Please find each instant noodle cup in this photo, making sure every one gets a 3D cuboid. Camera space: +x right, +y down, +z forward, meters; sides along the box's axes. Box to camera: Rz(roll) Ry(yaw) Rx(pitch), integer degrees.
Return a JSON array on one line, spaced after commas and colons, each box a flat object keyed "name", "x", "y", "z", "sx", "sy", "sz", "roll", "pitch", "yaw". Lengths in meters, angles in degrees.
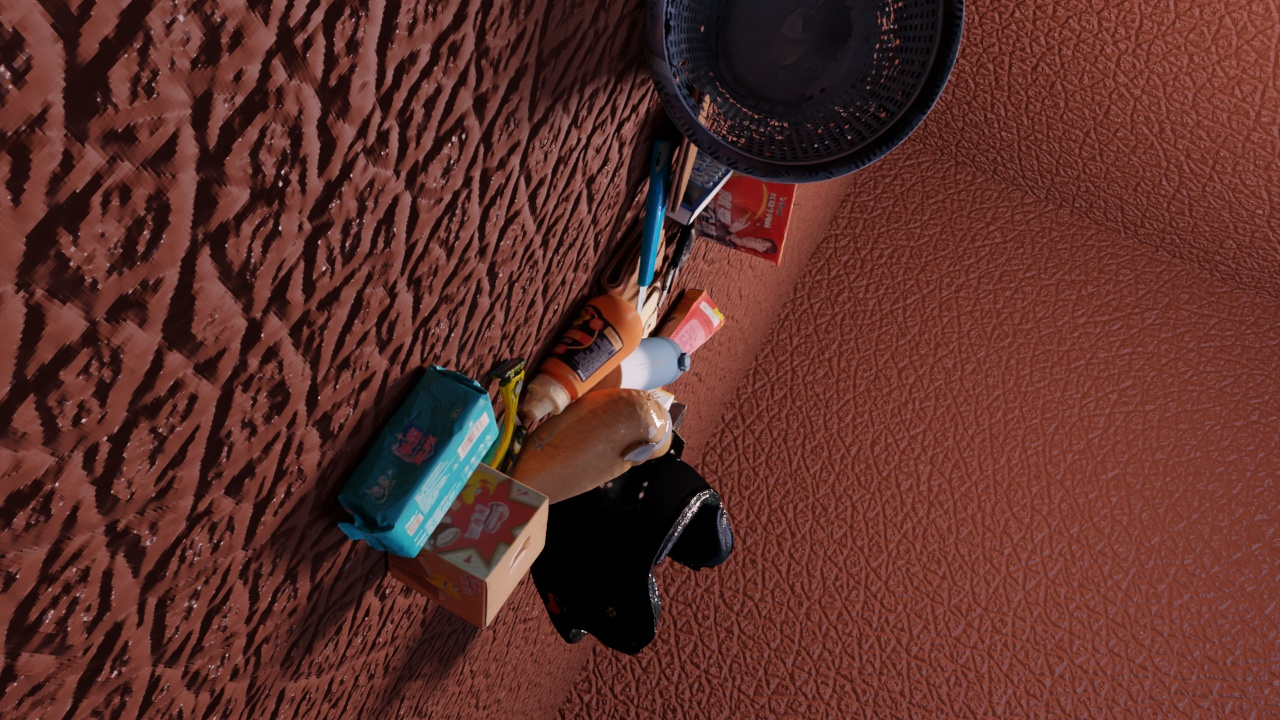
[{"name": "instant noodle cup", "x": 0.128, "y": -0.189, "z": 1.101, "sx": 0.138, "sy": 0.108, "sz": 0.138, "roll": 14, "pitch": 88, "yaw": -83}]

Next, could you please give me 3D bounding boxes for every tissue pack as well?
[{"name": "tissue pack", "x": -0.152, "y": 0.073, "z": 0.635, "sx": 0.133, "sy": 0.050, "sz": 0.093, "roll": -58, "pitch": 170, "yaw": -21}]

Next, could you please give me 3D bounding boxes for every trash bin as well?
[{"name": "trash bin", "x": 0.123, "y": -0.267, "z": 0.742, "sx": 0.194, "sy": 0.226, "sz": 0.227, "roll": -71, "pitch": -176, "yaw": -71}]

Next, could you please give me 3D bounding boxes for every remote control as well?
[{"name": "remote control", "x": 0.058, "y": -0.189, "z": 0.990, "sx": 0.124, "sy": 0.049, "sz": 0.024, "roll": -51, "pitch": 167, "yaw": -45}]

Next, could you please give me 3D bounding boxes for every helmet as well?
[{"name": "helmet", "x": -0.029, "y": 0.220, "z": 1.125, "sx": 0.276, "sy": 0.230, "sz": 0.232, "roll": -49, "pitch": 167, "yaw": 33}]

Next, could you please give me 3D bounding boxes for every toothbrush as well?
[{"name": "toothbrush", "x": -0.147, "y": 0.142, "z": 0.892, "sx": 0.017, "sy": 0.012, "sz": 0.186, "roll": -17, "pitch": 135, "yaw": -60}]

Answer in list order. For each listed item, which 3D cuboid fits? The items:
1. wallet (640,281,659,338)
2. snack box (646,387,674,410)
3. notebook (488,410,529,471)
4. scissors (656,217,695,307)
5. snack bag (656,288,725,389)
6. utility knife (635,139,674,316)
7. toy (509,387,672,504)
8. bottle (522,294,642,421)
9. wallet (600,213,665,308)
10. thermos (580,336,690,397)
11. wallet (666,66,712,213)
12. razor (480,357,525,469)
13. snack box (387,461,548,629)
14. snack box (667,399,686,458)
[{"name": "wallet", "x": -0.004, "y": -0.038, "z": 1.145, "sx": 0.087, "sy": 0.024, "sz": 0.115, "roll": -54, "pitch": 165, "yaw": -43}, {"name": "snack box", "x": -0.022, "y": 0.059, "z": 1.128, "sx": 0.156, "sy": 0.085, "sz": 0.027, "roll": -41, "pitch": 154, "yaw": -64}, {"name": "notebook", "x": -0.150, "y": 0.136, "z": 0.919, "sx": 0.147, "sy": 0.008, "sz": 0.208, "roll": -60, "pitch": 169, "yaw": -14}, {"name": "scissors", "x": 0.036, "y": -0.092, "z": 1.067, "sx": 0.161, "sy": 0.022, "sz": 0.233, "roll": 107, "pitch": 2, "yaw": -46}, {"name": "snack bag", "x": 0.041, "y": -0.006, "z": 1.348, "sx": 0.207, "sy": 0.073, "sz": 0.129, "roll": -52, "pitch": 162, "yaw": -24}, {"name": "utility knife", "x": 0.009, "y": -0.116, "z": 0.907, "sx": 0.034, "sy": 0.018, "sz": 0.203, "roll": -52, "pitch": 152, "yaw": -66}, {"name": "toy", "x": -0.073, "y": 0.103, "z": 0.930, "sx": 0.226, "sy": 0.082, "sz": 0.143, "roll": -30, "pitch": 145, "yaw": 6}, {"name": "bottle", "x": -0.060, "y": 0.002, "z": 0.886, "sx": 0.149, "sy": 0.067, "sz": 0.067, "roll": -48, "pitch": 164, "yaw": -26}, {"name": "wallet", "x": -0.008, "y": -0.090, "z": 0.982, "sx": 0.107, "sy": 0.031, "sz": 0.132, "roll": -57, "pitch": 170, "yaw": -20}, {"name": "thermos", "x": -0.006, "y": 0.006, "z": 1.052, "sx": 0.070, "sy": 0.070, "sz": 0.220, "roll": -65, "pitch": 161, "yaw": 14}, {"name": "wallet", "x": 0.047, "y": -0.213, "z": 0.888, "sx": 0.101, "sy": 0.020, "sz": 0.115, "roll": 103, "pitch": 1, "yaw": -52}, {"name": "razor", "x": -0.125, "y": 0.061, "z": 0.789, "sx": 0.043, "sy": 0.028, "sz": 0.133, "roll": -49, "pitch": 161, "yaw": -63}, {"name": "snack box", "x": -0.139, "y": 0.143, "z": 0.745, "sx": 0.092, "sy": 0.094, "sz": 0.077, "roll": -53, "pitch": 162, "yaw": -42}, {"name": "snack box", "x": 0.009, "y": 0.091, "z": 1.246, "sx": 0.053, "sy": 0.126, "sz": 0.113, "roll": -55, "pitch": 167, "yaw": -34}]
